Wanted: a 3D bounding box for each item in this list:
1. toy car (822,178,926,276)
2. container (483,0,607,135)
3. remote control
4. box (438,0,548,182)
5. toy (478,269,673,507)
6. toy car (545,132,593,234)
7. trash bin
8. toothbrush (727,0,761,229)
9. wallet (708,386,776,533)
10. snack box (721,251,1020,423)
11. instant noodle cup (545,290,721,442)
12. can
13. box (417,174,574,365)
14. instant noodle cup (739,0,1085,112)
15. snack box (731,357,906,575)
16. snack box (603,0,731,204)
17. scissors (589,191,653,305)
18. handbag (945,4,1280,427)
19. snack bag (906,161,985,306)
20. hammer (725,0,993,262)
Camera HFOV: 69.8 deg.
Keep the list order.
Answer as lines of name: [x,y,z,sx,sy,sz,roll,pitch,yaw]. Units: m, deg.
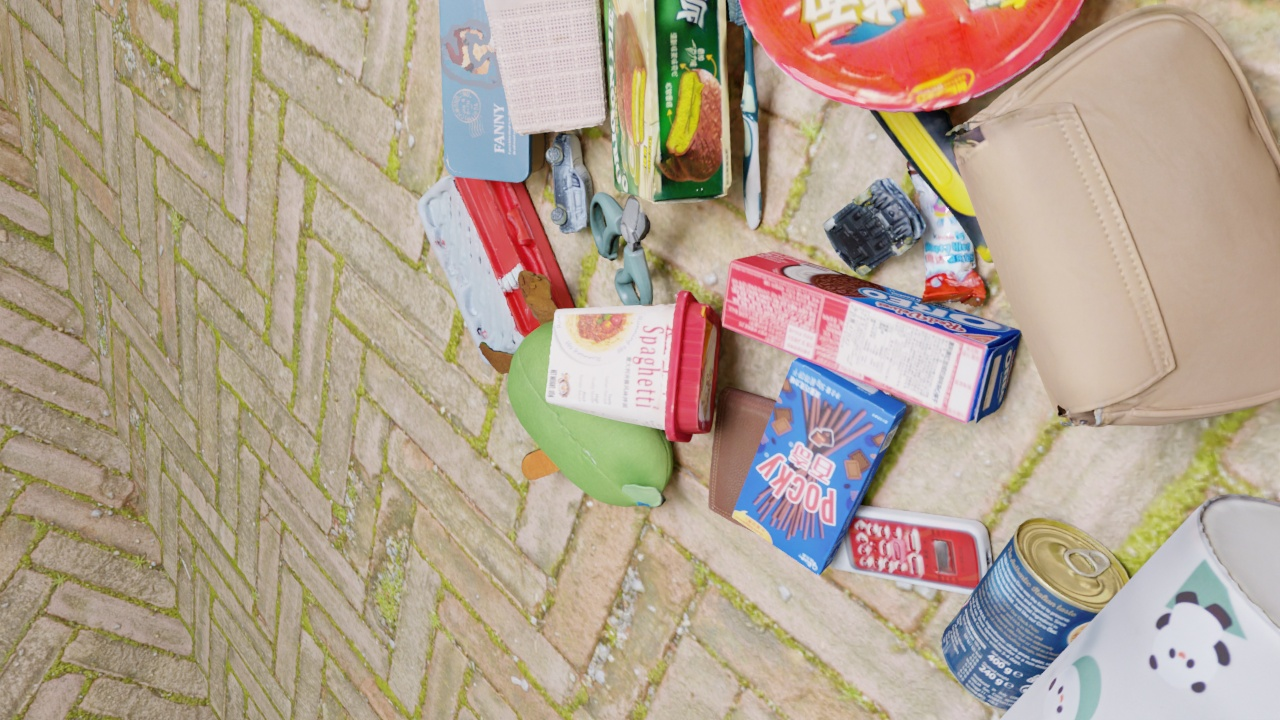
toy car: [0.157,-0.090,0.617,0.049,0.031,0.106,55,169,1]
container: [-0.073,-0.249,0.749,0.089,0.090,0.111,-102,4,-66]
remote control: [0.196,0.140,0.690,0.136,0.020,0.056,1,106,45]
box: [-0.131,-0.246,0.834,0.090,0.059,0.184,6,110,13]
toy: [-0.056,0.041,0.861,0.246,0.089,0.228,52,128,12]
toy car: [-0.063,-0.160,0.832,0.034,0.042,0.091,3,111,17]
trash bin: [0.305,0.222,0.473,0.229,0.229,0.252,37,122,31]
toothbrush: [0.076,-0.177,0.663,0.016,0.018,0.192,41,148,44]
wallet: [0.107,0.089,0.757,0.101,0.032,0.125,21,119,36]
snack box: [0.155,-0.021,0.647,0.208,0.057,0.058,25,119,38]
instant noodle cup: [-0.004,0.004,0.741,0.124,0.116,0.116,4,85,12]
can: [0.254,0.168,0.600,0.075,0.075,0.111,40,130,29]
box: [-0.153,-0.107,0.946,0.158,0.037,0.201,-27,85,48]
instant noodle cup: [0.154,-0.225,0.525,0.194,0.066,0.193,-2,84,16]
snack box: [0.131,0.080,0.695,0.084,0.026,0.157,32,124,25]
snack box: [0.015,-0.241,0.672,0.114,0.063,0.240,-137,41,-68]
scissors: [-0.018,-0.110,0.762,0.180,0.019,0.139,100,145,-71]
handbag: [0.252,-0.066,0.477,0.100,0.147,0.204,132,118,-84]
snack bag: [0.200,-0.086,0.599,0.045,0.026,0.105,-1,99,45]
hammer: [0.142,-0.196,0.597,0.323,0.031,0.126,60,138,19]
